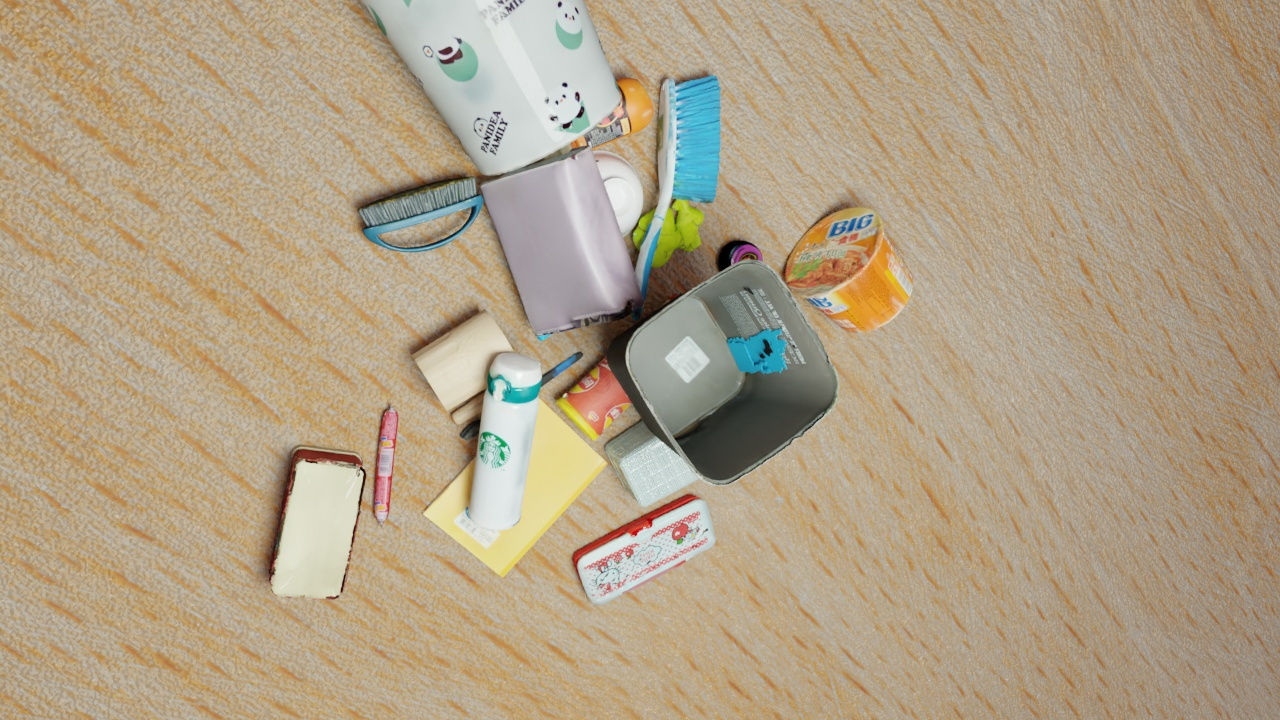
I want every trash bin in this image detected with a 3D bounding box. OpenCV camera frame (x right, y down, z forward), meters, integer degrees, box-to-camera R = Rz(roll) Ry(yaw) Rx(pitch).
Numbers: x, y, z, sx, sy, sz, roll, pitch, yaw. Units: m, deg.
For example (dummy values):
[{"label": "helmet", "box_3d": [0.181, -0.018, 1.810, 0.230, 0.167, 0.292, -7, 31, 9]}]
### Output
[{"label": "trash bin", "box_3d": [-0.157, -0.353, 0.982, 0.229, 0.230, 0.252, -35, 117, -12]}, {"label": "trash bin", "box_3d": [0.076, 0.009, 1.059, 0.198, 0.220, 0.199, -34, 99, -10]}]

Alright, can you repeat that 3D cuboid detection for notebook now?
[{"label": "notebook", "box_3d": [-0.159, 0.164, 1.193, 0.206, 0.010, 0.146, -47, 113, -7]}]

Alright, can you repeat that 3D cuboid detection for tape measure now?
[{"label": "tape measure", "box_3d": [0.134, -0.133, 1.233, 0.057, 0.039, 0.058, -28, 114, -14]}]

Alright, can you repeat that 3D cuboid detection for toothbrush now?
[{"label": "toothbrush", "box_3d": [-0.149, 0.045, 1.170, 0.189, 0.016, 0.014, -35, 116, -13]}]

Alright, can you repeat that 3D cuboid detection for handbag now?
[{"label": "handbag", "box_3d": [-0.086, -0.140, 1.080, 0.098, 0.145, 0.197, -35, 112, -43]}]

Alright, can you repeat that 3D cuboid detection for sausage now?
[{"label": "sausage", "box_3d": [-0.312, 0.129, 1.120, 0.020, 0.020, 0.156, 4, 99, -22]}]

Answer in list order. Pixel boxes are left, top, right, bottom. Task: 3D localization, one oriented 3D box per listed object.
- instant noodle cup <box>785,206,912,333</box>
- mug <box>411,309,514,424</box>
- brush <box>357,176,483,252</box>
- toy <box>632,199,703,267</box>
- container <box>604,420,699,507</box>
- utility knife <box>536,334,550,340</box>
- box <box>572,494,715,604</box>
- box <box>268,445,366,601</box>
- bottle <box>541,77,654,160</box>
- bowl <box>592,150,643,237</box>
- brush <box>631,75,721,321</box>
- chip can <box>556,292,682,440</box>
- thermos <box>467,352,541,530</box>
[{"label": "instant noodle cup", "box_3d": [0.290, -0.115, 1.246, 0.111, 0.151, 0.151, 40, 85, -32]}, {"label": "mug", "box_3d": [-0.204, 0.013, 1.114, 0.103, 0.084, 0.125, -32, 137, -12]}, {"label": "brush", "box_3d": [-0.250, -0.165, 1.065, 0.143, 0.055, 0.073, -20, 106, -17]}, {"label": "toy", "box_3d": [0.034, -0.167, 1.191, 0.100, 0.031, 0.097, 4, 97, -27]}, {"label": "container", "box_3d": [0.023, 0.128, 1.216, 0.111, 0.090, 0.090, -30, 110, -11]}, {"label": "utility knife", "box_3d": [-0.145, -0.114, 1.138, 0.034, 0.018, 0.186, -25, 108, -15]}, {"label": "box", "box_3d": [0.009, 0.261, 1.259, 0.201, 0.047, 0.087, -24, 109, -16]}, {"label": "box", "box_3d": [-0.380, 0.193, 1.074, 0.091, 0.077, 0.168, 10, 96, -24]}, {"label": "bottle", "box_3d": [-0.058, -0.286, 1.117, 0.149, 0.067, 0.067, -31, 110, -6]}, {"label": "bowl", "box_3d": [-0.041, -0.201, 1.136, 0.118, 0.065, 0.118, -4, 102, -20]}, {"label": "brush", "box_3d": [0.043, -0.204, 1.152, 0.109, 0.060, 0.314, 1, 87, -15]}, {"label": "chip can", "box_3d": [-0.007, 0.007, 1.188, 0.216, 0.073, 0.073, -43, 112, -10]}, {"label": "thermos", "box_3d": [-0.162, 0.096, 1.093, 0.073, 0.073, 0.225, 0, 121, -22]}]
